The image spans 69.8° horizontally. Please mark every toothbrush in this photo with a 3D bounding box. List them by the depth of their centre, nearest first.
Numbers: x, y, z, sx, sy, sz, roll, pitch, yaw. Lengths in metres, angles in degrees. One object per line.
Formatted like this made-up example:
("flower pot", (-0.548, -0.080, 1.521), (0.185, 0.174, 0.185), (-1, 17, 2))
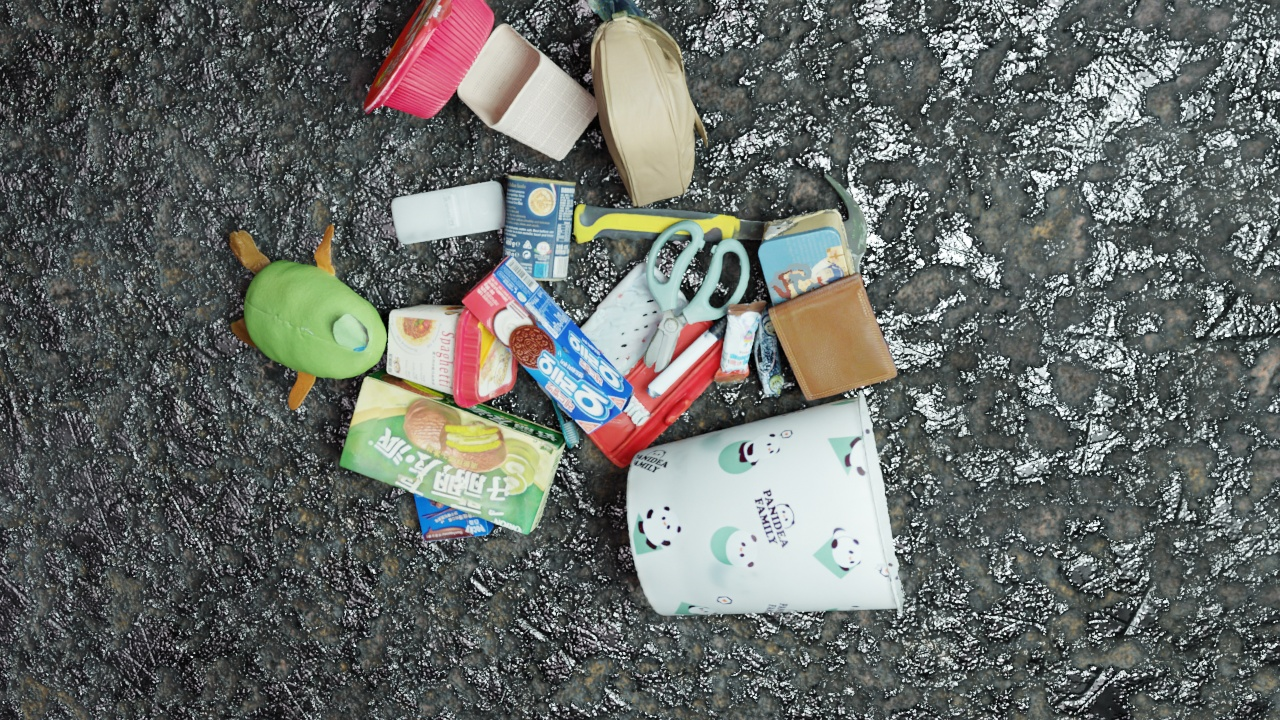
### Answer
("toothbrush", (-0.107, 0.010, 1.063), (0.018, 0.016, 0.191), (-20, 83, 9))

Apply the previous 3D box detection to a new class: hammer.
("hammer", (0.086, -0.149, 1.016), (0.323, 0.031, 0.126), (5, 101, 8))

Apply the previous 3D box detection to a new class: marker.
("marker", (0.058, -0.005, 1.013), (0.022, 0.018, 0.131), (45, 101, -2))

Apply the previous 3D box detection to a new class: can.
("can", (-0.115, -0.146, 1.023), (0.075, 0.075, 0.111), (8, 102, 7))

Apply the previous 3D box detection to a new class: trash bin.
("trash bin", (0.132, 0.167, 0.979), (0.252, 0.229, 0.229), (-11, 99, 15))

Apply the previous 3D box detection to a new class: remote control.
("remote control", (-0.221, -0.171, 1.063), (0.136, 0.020, 0.056), (-8, 98, 10))

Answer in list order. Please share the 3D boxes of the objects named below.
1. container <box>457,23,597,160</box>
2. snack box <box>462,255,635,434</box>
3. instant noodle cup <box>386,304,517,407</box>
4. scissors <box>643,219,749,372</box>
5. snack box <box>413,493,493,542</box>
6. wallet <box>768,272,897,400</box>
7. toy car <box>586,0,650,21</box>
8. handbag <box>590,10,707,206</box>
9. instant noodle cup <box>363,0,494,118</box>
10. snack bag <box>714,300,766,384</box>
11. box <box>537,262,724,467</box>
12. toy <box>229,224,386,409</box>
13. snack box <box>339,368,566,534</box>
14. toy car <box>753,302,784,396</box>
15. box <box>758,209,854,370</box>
("container", (-0.114, -0.277, 0.971), (0.090, 0.110, 0.090), (-51, 56, 13))
("snack box", (-0.096, -0.015, 0.998), (0.058, 0.057, 0.207), (-36, 104, 29))
("instant noodle cup", (-0.216, -0.015, 1.051), (0.124, 0.116, 0.116), (9, 102, 18))
("scissors", (0.035, -0.070, 1.007), (0.139, 0.019, 0.180), (36, 103, 9))
("snack box", (-0.237, 0.140, 1.120), (0.084, 0.026, 0.157), (-8, 99, 9))
("wallet", (0.200, -0.022, 0.948), (0.101, 0.032, 0.124), (-18, 117, 21))
("toy car", (-0.019, -0.370, 0.989), (0.043, 0.034, 0.090), (-39, 91, 16))
("handbag", (0.009, -0.246, 0.925), (0.100, 0.204, 0.147), (-14, 81, 2))
("instant noodle cup", (-0.216, -0.327, 0.967), (0.066, 0.193, 0.194), (32, 105, -25))
("snack bag", (0.107, -0.019, 0.995), (0.045, 0.026, 0.105), (-4, 125, -16))
("box", (-0.007, 0.006, 1.059), (0.158, 0.037, 0.201), (46, 104, 8))
("toy", (-0.389, -0.050, 1.063), (0.247, 0.089, 0.227), (23, 109, 26))
("snack box", (-0.215, 0.103, 1.064), (0.240, 0.063, 0.114), (20, 102, 1))
("toy car", (0.142, -0.012, 1.025), (0.031, 0.049, 0.105), (-4, 99, 7))
("box", (0.187, -0.065, 0.975), (0.090, 0.059, 0.184), (-11, 117, 22))
